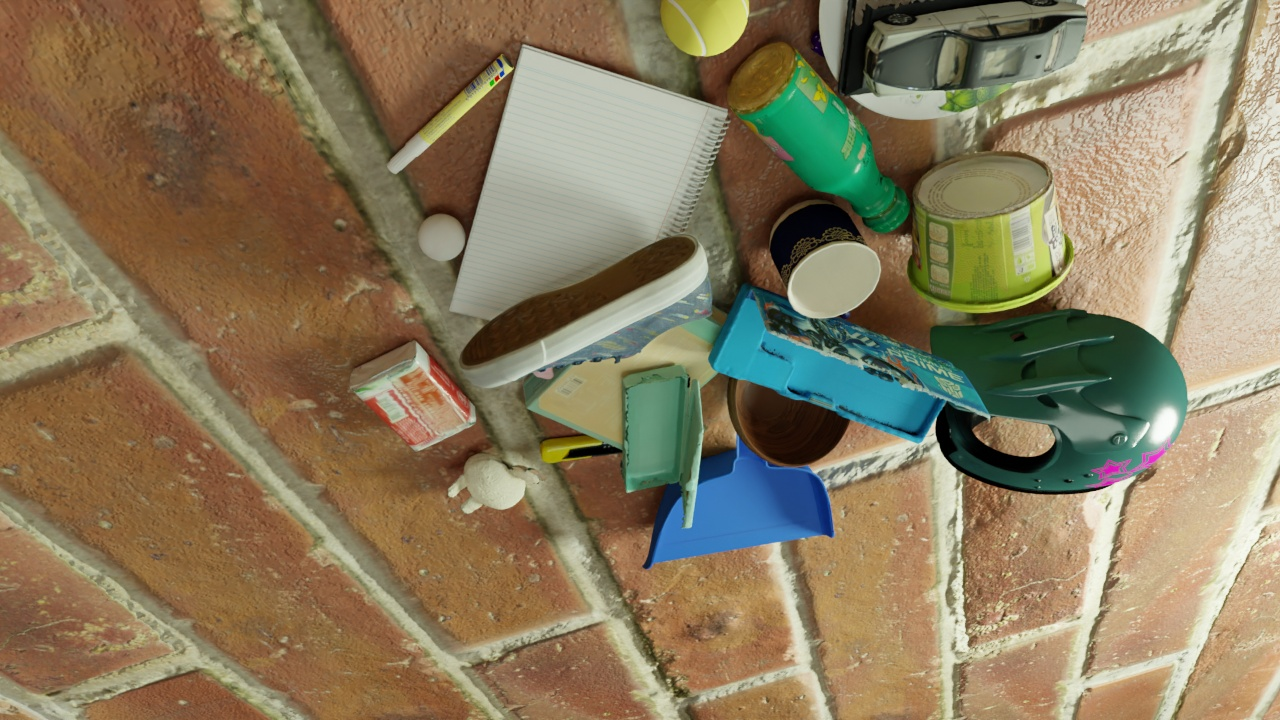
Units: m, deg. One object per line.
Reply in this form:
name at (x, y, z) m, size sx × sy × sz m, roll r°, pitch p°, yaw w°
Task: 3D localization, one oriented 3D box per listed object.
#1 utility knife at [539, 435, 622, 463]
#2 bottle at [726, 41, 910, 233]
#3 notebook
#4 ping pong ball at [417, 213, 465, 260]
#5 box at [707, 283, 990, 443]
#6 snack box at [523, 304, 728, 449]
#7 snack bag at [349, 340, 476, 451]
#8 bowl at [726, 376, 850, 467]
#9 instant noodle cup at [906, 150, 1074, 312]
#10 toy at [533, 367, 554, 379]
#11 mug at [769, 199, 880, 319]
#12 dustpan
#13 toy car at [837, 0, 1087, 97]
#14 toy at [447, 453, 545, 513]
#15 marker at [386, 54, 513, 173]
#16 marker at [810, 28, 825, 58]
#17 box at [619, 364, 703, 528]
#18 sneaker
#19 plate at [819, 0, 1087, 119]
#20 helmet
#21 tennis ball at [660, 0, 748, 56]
utility knife at (-0.028, 0.094, 1.040) m, size 0.172 × 0.020 × 0.029 m, roll -7°, pitch 137°, yaw -10°
bottle at (0.162, -0.180, 0.785) m, size 0.068 × 0.068 × 0.209 m, roll -39°, pitch 131°, yaw 22°
notebook at (-0.048, -0.124, 0.788) m, size 0.177 × 0.013 × 0.246 m, roll 13°, pitch 122°, yaw -16°
ping pong ball at (-0.171, -0.106, 0.789) m, size 0.040 × 0.040 × 0.040 m, roll -8°, pitch 135°, yaw -8°
box at (0.200, 0.018, 0.877) m, size 0.243 × 0.115 × 0.094 m, roll 20°, pitch 108°, yaw -14°
snack box at (-0.006, 0.005, 0.940) m, size 0.141 × 0.044 × 0.194 m, roll 27°, pitch 122°, yaw -35°
snack bag at (-0.226, 0.037, 0.919) m, size 0.077 × 0.036 × 0.116 m, roll -25°, pitch 134°, yaw 9°
bowl at (0.148, 0.037, 0.979) m, size 0.147 × 0.069 × 0.147 m, roll 0°, pitch 91°, yaw -23°
instant noodle cup at (0.314, -0.122, 0.838) m, size 0.146 × 0.146 × 0.098 m, roll -19°, pitch 124°, yaw 4°
toy at (-0.100, -0.031, 0.876) m, size 0.095 × 0.041 × 0.109 m, roll 5°, pitch 121°, yaw -13°
mug at (0.170, -0.093, 0.858) m, size 0.086 × 0.089 × 0.112 m, roll -24°, pitch 135°, yaw 9°
dustpan at (0.121, 0.136, 1.089) m, size 0.245 × 0.059 × 0.258 m, roll -7°, pitch 116°, yaw -10°
toy car at (0.256, -0.244, 0.703) m, size 0.191 × 0.071 × 0.094 m, roll -8°, pitch 133°, yaw -5°
toy at (-0.160, 0.134, 1.022) m, size 0.112 × 0.050 × 0.087 m, roll -28°, pitch 135°, yaw 8°
marker at (-0.153, -0.193, 0.727) m, size 0.132 × 0.014 × 0.014 m, roll -36°, pitch 132°, yaw 20°
marker at (0.194, -0.242, 0.770) m, size 0.133 × 0.015 × 0.018 m, roll 18°, pitch 107°, yaw -29°
box at (0.028, 0.101, 0.951) m, size 0.077 × 0.092 × 0.188 m, roll -11°, pitch 140°, yaw -12°
sneaker at (-0.042, -0.024, 0.800) m, size 0.235 × 0.087 × 0.079 m, roll -24°, pitch 125°, yaw 7°
plate at (0.246, -0.299, 0.717) m, size 0.229 × 0.030 × 0.230 m, roll -7°, pitch 135°, yaw -8°
helmet at (0.451, 0.037, 1.009) m, size 0.275 × 0.176 × 0.200 m, roll -1°, pitch 140°, yaw 5°
tennis ball at (0.047, -0.259, 0.679) m, size 0.065 × 0.065 × 0.065 m, roll -8°, pitch 135°, yaw -8°
